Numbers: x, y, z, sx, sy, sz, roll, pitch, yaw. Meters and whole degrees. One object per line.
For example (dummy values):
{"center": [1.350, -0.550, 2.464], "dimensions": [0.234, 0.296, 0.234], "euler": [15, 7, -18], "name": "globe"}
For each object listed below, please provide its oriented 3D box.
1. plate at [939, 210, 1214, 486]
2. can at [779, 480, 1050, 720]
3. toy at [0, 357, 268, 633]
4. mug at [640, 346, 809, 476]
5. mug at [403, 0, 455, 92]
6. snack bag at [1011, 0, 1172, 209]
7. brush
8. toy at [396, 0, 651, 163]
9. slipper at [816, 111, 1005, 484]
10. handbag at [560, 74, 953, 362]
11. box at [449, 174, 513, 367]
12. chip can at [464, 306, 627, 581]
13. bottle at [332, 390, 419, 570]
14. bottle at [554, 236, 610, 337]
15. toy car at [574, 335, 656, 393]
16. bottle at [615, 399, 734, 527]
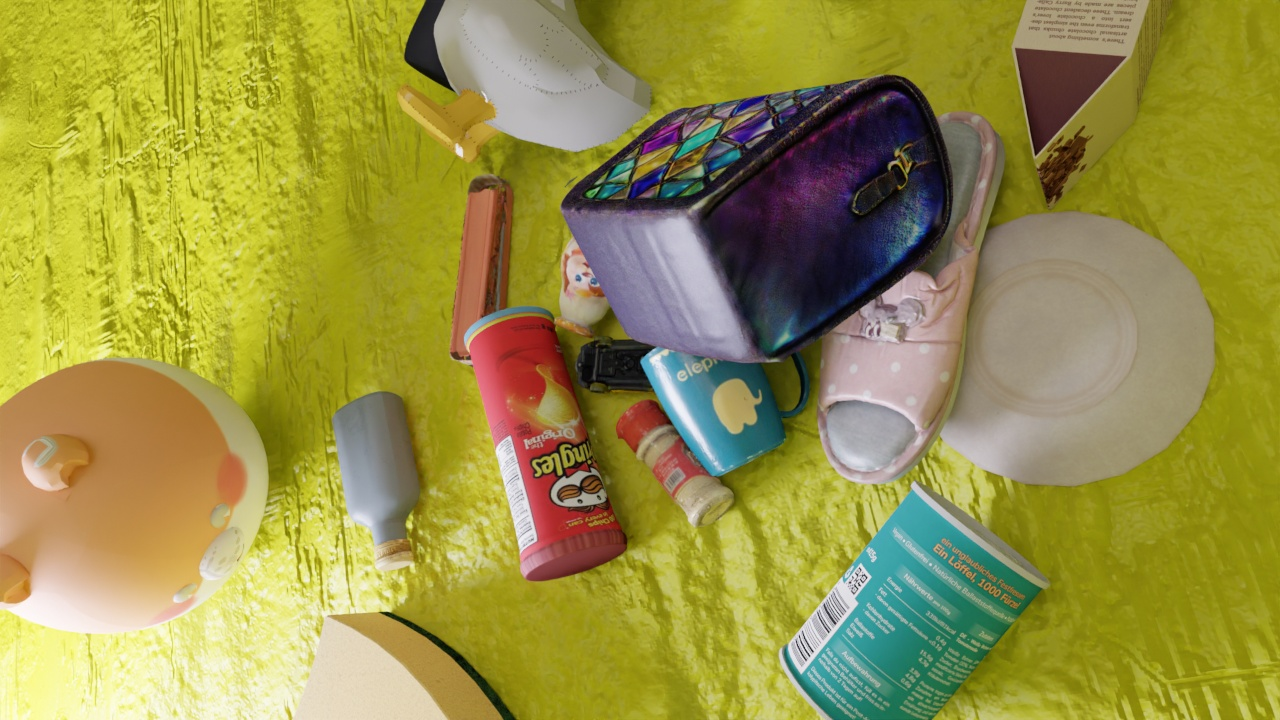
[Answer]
{"center": [0.272, -0.013, 0.611], "dimensions": [0.189, 0.027, 0.188], "euler": [-7, 76, 28], "name": "plate"}
{"center": [0.172, 0.164, 0.587], "dimensions": [0.099, 0.099, 0.144], "euler": [41, 100, 30], "name": "can"}
{"center": [-0.500, 0.132, 0.874], "dimensions": [0.266, 0.280, 0.263], "euler": [25, 92, 3], "name": "toy"}
{"center": [0.072, 0.022, 0.690], "dimensions": [0.112, 0.084, 0.104], "euler": [-25, 82, -10], "name": "mug"}
{"center": [-0.187, -0.323, 0.909], "dimensions": [0.122, 0.085, 0.094], "euler": [32, 95, 46], "name": "mug"}
{"center": [0.295, -0.212, 0.602], "dimensions": [0.070, 0.094, 0.206], "euler": [17, 88, 31], "name": "snack bag"}
{"center": [-0.232, 0.365, 0.785], "dimensions": [0.195, 0.075, 0.250], "euler": [29, 94, 31], "name": "brush"}
{"center": [-0.092, -0.294, 0.808], "dimensions": [0.246, 0.141, 0.267], "euler": [42, 91, 1], "name": "toy"}
{"center": [0.181, -0.049, 0.638], "dimensions": [0.114, 0.054, 0.274], "euler": [8, 79, 51], "name": "slipper"}
{"center": [0.082, -0.111, 0.630], "dimensions": [0.221, 0.125, 0.205], "euler": [-39, 27, -22], "name": "handbag"}
{"center": [-0.149, -0.086, 0.856], "dimensions": [0.058, 0.053, 0.186], "euler": [-20, 65, 59], "name": "box"}
{"center": [-0.082, 0.067, 0.761], "dimensions": [0.087, 0.087, 0.213], "euler": [-28, 66, 21], "name": "chip can"}
{"center": [-0.245, 0.115, 0.864], "dimensions": [0.072, 0.046, 0.161], "euler": [-25, 68, 23], "name": "bottle"}
{"center": [-0.038, -0.075, 0.779], "dimensions": [0.063, 0.063, 0.108], "euler": [21, 90, 31], "name": "bottle"}
{"center": [-0.005, 0.004, 0.761], "dimensions": [0.107, 0.030, 0.049], "euler": [1, 81, 23], "name": "toy car"}
{"center": [0.026, 0.080, 0.721], "dimensions": [0.044, 0.044, 0.109], "euler": [-48, 62, 12], "name": "bottle"}
